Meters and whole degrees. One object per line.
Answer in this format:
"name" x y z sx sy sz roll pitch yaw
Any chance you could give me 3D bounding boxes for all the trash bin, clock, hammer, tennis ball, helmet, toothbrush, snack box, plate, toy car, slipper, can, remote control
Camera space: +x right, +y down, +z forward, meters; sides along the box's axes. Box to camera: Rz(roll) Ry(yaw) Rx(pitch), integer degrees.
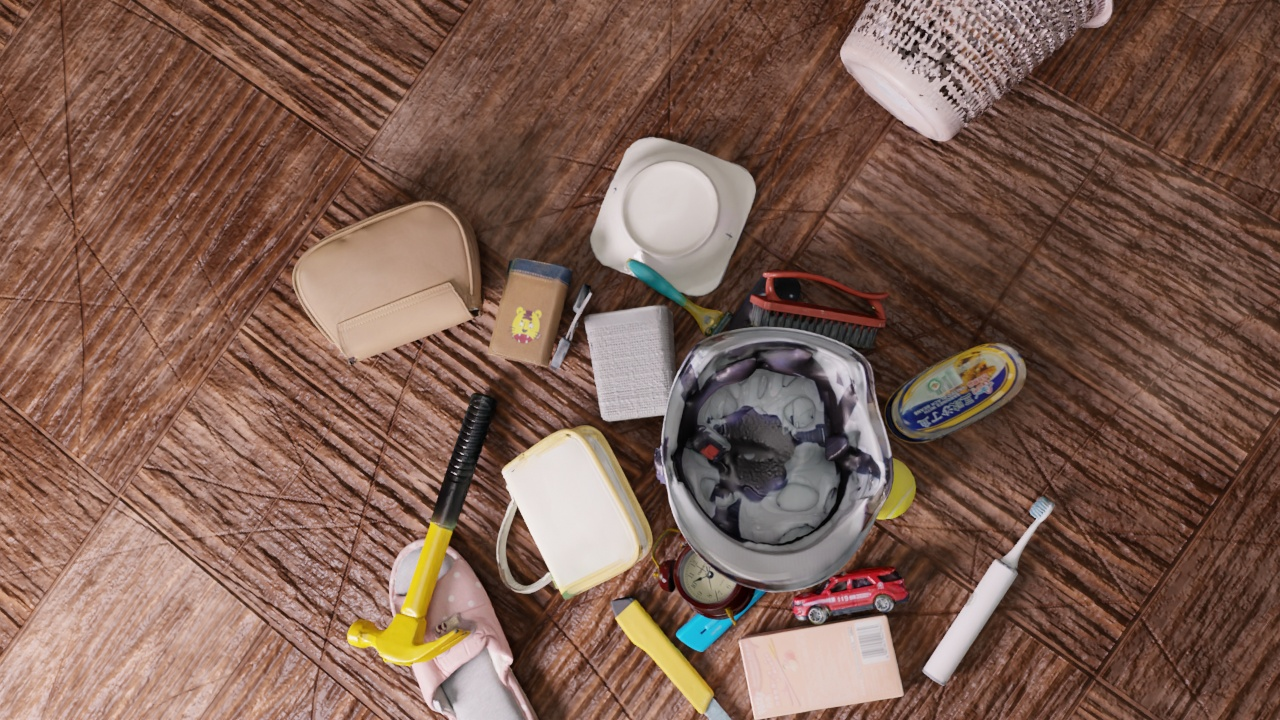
"trash bin" 0.322 -0.344 0.938 0.227 0.227 0.192 42 103 10
"clock" 0.067 0.222 0.970 0.122 0.055 0.082 30 81 26
"hammer" -0.215 0.180 1.001 0.129 0.033 0.300 9 73 21
"tennis ball" 0.253 0.132 0.956 0.065 0.065 0.065 -1 83 7
"helmet" 0.125 0.101 0.931 0.229 0.146 0.258 0 77 -2
"toothbrush" 0.363 0.237 0.948 0.026 0.027 0.221 34 89 0
"snack box" 0.188 0.320 0.963 0.157 0.026 0.084 -11 83 7
"plate" 0.035 -0.167 1.035 0.164 0.034 0.164 21 87 10
"toy car" 0.217 0.244 0.956 0.120 0.053 0.045 -14 80 3
"slipper" -0.196 0.323 1.000 0.114 0.054 0.274 -29 79 4
"can" 0.329 0.034 0.964 0.148 0.049 0.074 -28 81 3
"remote control" 0.128 -0.037 1.012 0.053 0.024 0.136 32 86 6

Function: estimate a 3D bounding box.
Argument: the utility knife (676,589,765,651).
"utility knife" 0.108 0.252 0.986 0.162 0.018 0.034 -42 80 0

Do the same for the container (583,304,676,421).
"container" -0.006 0.006 0.994 0.090 0.090 0.114 -7 86 7

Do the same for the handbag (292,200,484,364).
"handbag" -0.276 -0.091 1.040 0.204 0.099 0.147 -19 89 5

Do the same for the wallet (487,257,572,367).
"wallet" -0.126 -0.055 1.035 0.090 0.033 0.115 12 87 32

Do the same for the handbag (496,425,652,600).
"handbag" -0.091 0.176 1.008 0.179 0.063 0.163 -31 80 18

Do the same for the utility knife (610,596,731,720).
"utility knife" 0.035 0.330 0.988 0.033 0.015 0.192 -43 80 5

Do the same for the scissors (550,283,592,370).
"scissors" -0.070 -0.039 0.979 0.014 0.179 0.159 22 46 -8

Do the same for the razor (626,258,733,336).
"razor" 0.039 -0.072 1.019 0.132 0.028 0.043 35 98 -3

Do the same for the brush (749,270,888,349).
"brush" 0.194 -0.055 0.974 0.145 0.063 0.069 9 100 -10
